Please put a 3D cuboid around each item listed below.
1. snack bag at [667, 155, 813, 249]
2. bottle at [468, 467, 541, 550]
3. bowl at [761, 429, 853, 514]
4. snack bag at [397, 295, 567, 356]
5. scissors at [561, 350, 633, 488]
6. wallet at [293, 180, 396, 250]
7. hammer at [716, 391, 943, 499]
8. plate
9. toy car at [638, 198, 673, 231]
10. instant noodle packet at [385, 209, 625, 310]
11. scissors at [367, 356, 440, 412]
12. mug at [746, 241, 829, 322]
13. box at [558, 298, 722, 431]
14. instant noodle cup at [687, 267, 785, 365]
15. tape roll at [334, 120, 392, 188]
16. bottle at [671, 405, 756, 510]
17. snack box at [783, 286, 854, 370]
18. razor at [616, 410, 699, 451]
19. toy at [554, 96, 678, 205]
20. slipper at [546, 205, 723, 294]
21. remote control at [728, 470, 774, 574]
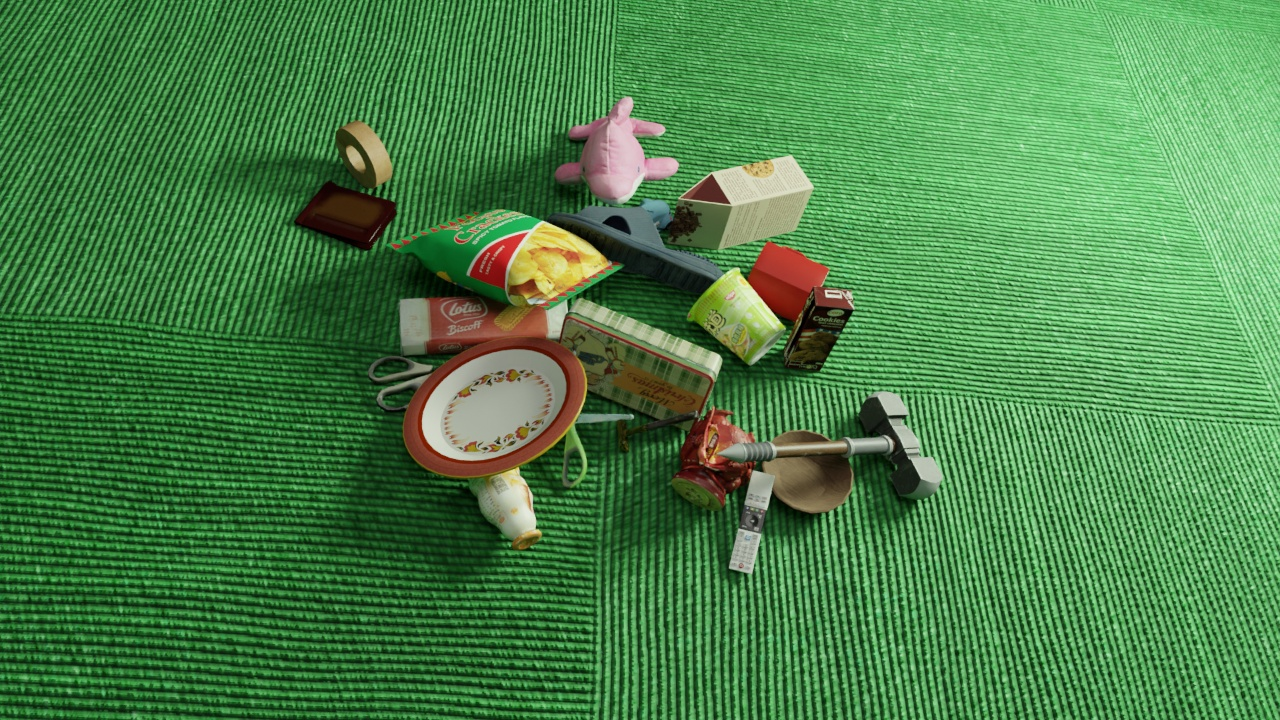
[{"bbox_3d":[0.140,-0.228,1.363,0.206,0.095,0.070,-16,60,-20],"label":"snack bag"},{"bbox_3d":[-0.154,0.166,1.063,0.063,0.063,0.108,-21,63,-23],"label":"bottle"},{"bbox_3d":[0.208,0.145,1.161,0.118,0.030,0.117,4,56,-6],"label":"bowl"},{"bbox_3d":[-0.206,-0.050,1.217,0.225,0.041,0.077,-2,58,-13],"label":"snack bag"},{"bbox_3d":[-0.090,0.071,1.132,0.172,0.021,0.171,-3,75,22],"label":"scissors"},{"bbox_3d":[-0.416,-0.209,1.303,0.115,0.018,0.091,20,56,6],"label":"wallet"},{"bbox_3d":[0.223,0.108,1.120,0.321,0.043,0.156,1,54,-33],"label":"hammer"},{"bbox_3d":[-0.174,0.056,1.107,0.230,0.021,0.229,-10,43,9],"label":"plate"},{"bbox_3d":[0.002,-0.209,1.368,0.107,0.028,0.060,-35,68,-28],"label":"toy car"},{"bbox_3d":[-0.176,-0.140,1.226,0.253,0.090,0.195,22,31,20],"label":"instant noodle packet"},{"bbox_3d":[-0.262,0.025,1.173,0.169,0.013,0.132,11,57,-5],"label":"scissors"},{"bbox_3d":[0.212,-0.120,1.314,0.096,0.081,0.116,26,49,8],"label":"mug"},{"bbox_3d":[-0.007,0.007,1.165,0.205,0.118,0.050,23,48,4],"label":"box"},{"bbox_3d":[0.136,-0.055,1.253,0.108,0.099,0.098,45,60,11],"label":"instant noodle cup"},{"bbox_3d":[-0.397,-0.295,1.316,0.094,0.094,0.027,41,59,17],"label":"tape roll"},{"bbox_3d":[0.093,0.116,1.117,0.099,0.099,0.111,28,64,9],"label":"bottle"},{"bbox_3d":[0.235,-0.040,1.224,0.051,0.141,0.031,6,55,-6],"label":"snack box"},{"bbox_3d":[0.022,0.081,1.152,0.106,0.026,0.042,-16,54,12],"label":"razor"},{"bbox_3d":[-0.037,-0.325,1.359,0.187,0.128,0.265,-1,34,1],"label":"toy"},{"bbox_3d":[0.000,-0.173,1.292,0.263,0.101,0.082,19,72,-2],"label":"slipper"},{"bbox_3d":[0.135,0.195,1.107,0.028,0.012,0.124,12,69,14],"label":"remote control"}]
